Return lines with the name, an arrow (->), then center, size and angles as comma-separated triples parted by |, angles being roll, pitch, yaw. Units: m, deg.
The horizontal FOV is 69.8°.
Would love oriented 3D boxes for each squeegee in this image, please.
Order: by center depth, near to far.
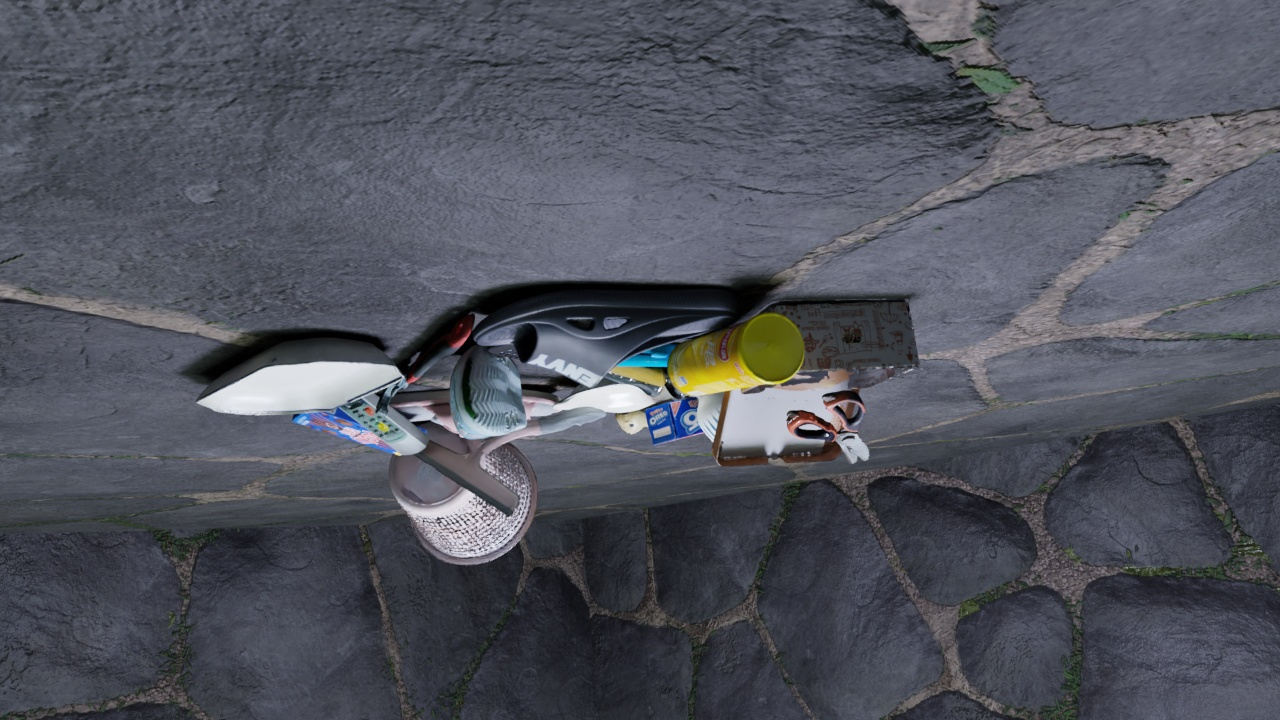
squeegee -> -0.141, 0.095, 1.186 | 0.248, 0.040, 0.248 | -20, -153, -38

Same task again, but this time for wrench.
wrench -> -0.236, 0.004, 0.998 | 0.016, 0.056, 0.274 | 27, 148, -23

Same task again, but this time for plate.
plate -> -0.378, 0.019, 1.017 | 0.161, 0.034, 0.266 | 7, 161, -44
plate -> -0.023, 0.038, 1.253 | 0.163, 0.034, 0.165 | 6, 162, -43

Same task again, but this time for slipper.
slipper -> -0.027, -0.020, 0.903 | 0.267, 0.083, 0.111 | -5, 167, -16
slipper -> -0.181, 0.041, 1.058 | 0.074, 0.104, 0.245 | -10, 174, 1
slipper -> -0.243, 0.075, 1.268 | 0.274, 0.054, 0.114 | 0, 166, -13

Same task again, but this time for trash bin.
trash bin -> -0.299, 0.197, 1.475 | 0.227, 0.227, 0.192 | -8, 154, 8

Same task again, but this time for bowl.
bowl -> 0.119, 0.050, 1.253 | 0.116, 0.066, 0.116 | -46, 176, -4

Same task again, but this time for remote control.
remote control -> -0.116, -0.014, 1.014 | 0.053, 0.024, 0.136 | -15, 165, 28
remote control -> -0.326, 0.071, 1.142 | 0.056, 0.019, 0.135 | -19, 128, 38

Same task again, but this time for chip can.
chip can -> 0.097, -0.001, 0.997 | 0.072, 0.072, 0.214 | -2, 174, -18

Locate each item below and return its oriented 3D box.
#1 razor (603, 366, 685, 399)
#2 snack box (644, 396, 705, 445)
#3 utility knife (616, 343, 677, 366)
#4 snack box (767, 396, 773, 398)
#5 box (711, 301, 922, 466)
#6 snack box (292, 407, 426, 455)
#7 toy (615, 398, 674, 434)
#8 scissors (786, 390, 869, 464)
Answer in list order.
razor -> -0.007, 0.006, 1.112 | 0.167, 0.062, 0.068 | 14, 126, -42
snack box -> 0.101, 0.077, 1.347 | 0.207, 0.057, 0.058 | -10, 173, -43
utility knife -> 0.027, -0.007, 1.097 | 0.215, 0.034, 0.018 | 3, 174, -40
snack box -> 0.172, 0.070, 1.299 | 0.155, 0.027, 0.077 | -43, 175, -15
box -> 0.196, 0.026, 1.095 | 0.178, 0.125, 0.275 | -2, 144, -17
snack box -> -0.374, 0.086, 1.221 | 0.157, 0.026, 0.085 | 23, 154, -27
toy -> 0.033, 0.085, 1.408 | 0.157, 0.066, 0.105 | 8, 179, -23
scissors -> 0.231, 0.090, 1.100 | 0.196, 0.015, 0.206 | -2, 149, -18
